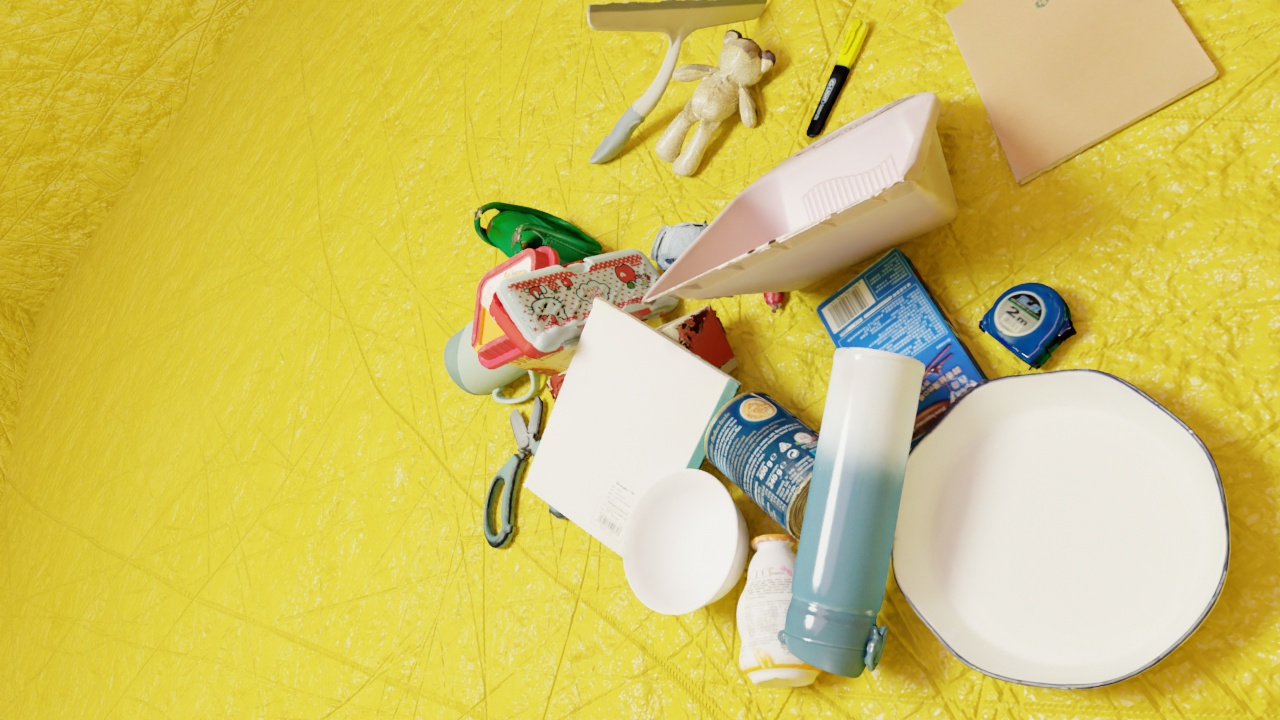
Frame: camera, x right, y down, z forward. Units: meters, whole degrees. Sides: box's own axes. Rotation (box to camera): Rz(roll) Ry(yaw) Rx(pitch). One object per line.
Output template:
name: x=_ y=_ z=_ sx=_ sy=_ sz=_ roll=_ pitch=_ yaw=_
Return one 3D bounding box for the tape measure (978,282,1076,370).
tape measure: x=0.280 y=-0.027 z=0.658 sx=0.054 sy=0.025 sz=0.058 roll=-49 pitch=47 yaw=11

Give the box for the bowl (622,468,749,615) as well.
bowl: x=0.050 y=0.154 z=0.760 sx=0.119 sy=0.064 sz=0.118 roll=-20 pitch=59 yaw=37

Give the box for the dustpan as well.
dustpan: x=0.131 y=-0.145 z=0.736 sx=0.223 sy=0.272 sz=0.138 roll=-22 pitch=80 yaw=32

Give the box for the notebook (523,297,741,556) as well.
notebook: x=-0.015 y=0.069 z=0.813 sx=0.150 sy=0.012 sz=0.209 roll=33 pitch=116 yaw=19

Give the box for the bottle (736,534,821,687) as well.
bottle: x=0.104 y=0.187 z=0.692 sx=0.063 sy=0.063 sz=0.108 roll=-22 pitch=56 yaw=36

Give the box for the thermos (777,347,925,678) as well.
thermos: x=0.148 y=0.103 z=0.635 sx=0.070 sy=0.070 sz=0.220 roll=4 pitch=79 yaw=45

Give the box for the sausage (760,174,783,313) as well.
sausage: x=0.120 y=-0.112 z=0.865 sx=0.020 sy=0.020 sz=0.155 roll=-23 pitch=55 yaw=35

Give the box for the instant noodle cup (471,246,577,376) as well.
instant noodle cup: x=-0.096 y=-0.039 z=0.958 sx=0.117 sy=0.124 sz=0.116 roll=-23 pitch=54 yaw=40

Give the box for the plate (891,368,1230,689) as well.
plate: x=0.264 y=0.107 z=0.590 sx=0.205 sy=0.045 sz=0.204 roll=-23 pitch=54 yaw=35

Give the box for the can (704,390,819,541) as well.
can: x=0.113 y=0.083 z=0.728 sx=0.075 sy=0.075 sz=0.111 roll=-56 pitch=43 yaw=7

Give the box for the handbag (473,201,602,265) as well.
handbag: x=-0.115 y=-0.132 z=1.032 sx=0.131 sy=0.120 sz=0.068 roll=40 pitch=103 yaw=47

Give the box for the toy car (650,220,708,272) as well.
toy car: x=0.062 y=-0.109 z=0.908 sx=0.121 sy=0.036 sz=0.054 roll=13 pitch=78 yaw=44

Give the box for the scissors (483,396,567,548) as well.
scissors: x=-0.129 y=0.129 z=0.987 sx=0.178 sy=0.019 sz=0.173 roll=-49 pitch=45 yaw=16

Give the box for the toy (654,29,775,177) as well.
toy: x=0.076 y=-0.266 z=0.964 sx=0.105 sy=0.066 sz=0.157 roll=40 pitch=105 yaw=15

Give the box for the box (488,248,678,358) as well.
box: x=-0.046 y=-0.058 z=0.871 sx=0.087 sy=0.200 sz=0.049 roll=49 pitch=130 yaw=18

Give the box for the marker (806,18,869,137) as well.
marker: x=0.188 y=-0.271 z=0.882 sx=0.018 sy=0.015 sz=0.124 roll=23 pitch=88 yaw=51

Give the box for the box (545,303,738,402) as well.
box: x=-0.005 y=0.005 z=0.855 sx=0.169 sy=0.091 sz=0.079 roll=-23 pitch=96 yaw=36

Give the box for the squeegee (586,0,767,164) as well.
squeegee: x=0.001 y=-0.288 z=1.011 sx=0.039 sy=0.245 sz=0.247 roll=59 pitch=141 yaw=15

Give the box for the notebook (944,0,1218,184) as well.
notebook: x=0.338 y=-0.254 z=0.731 sx=0.148 sy=0.008 sz=0.207 roll=-30 pitch=51 yaw=31

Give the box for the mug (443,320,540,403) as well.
mug: x=-0.159 y=-0.001 z=1.045 sx=0.107 sy=0.082 sz=0.111 roll=-31 pitch=82 yaw=30

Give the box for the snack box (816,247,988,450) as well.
snack box: x=0.205 y=-0.008 z=0.720 sx=0.085 sy=0.026 sz=0.157 roll=-39 pitch=47 yaw=24
